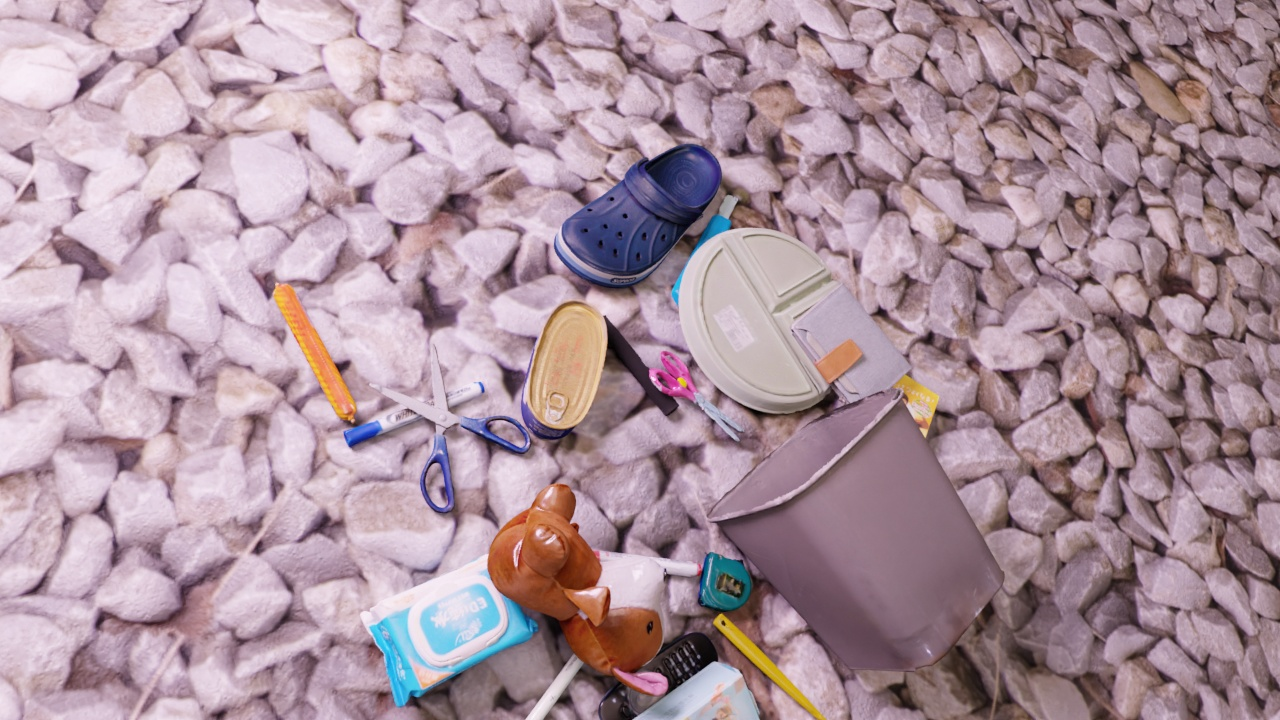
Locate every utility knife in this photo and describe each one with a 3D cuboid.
[{"bbox_3d":[0.082,-0.134,1.100,0.034,0.018,0.185,38,59,-19],"label":"utility knife"}]

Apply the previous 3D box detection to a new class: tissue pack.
[{"bbox_3d":[-0.171,0.239,0.830,0.139,0.063,0.090,-21,77,-26],"label":"tissue pack"}]

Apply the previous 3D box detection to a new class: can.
[{"bbox_3d":[-0.081,0.010,0.964,0.074,0.049,0.148,17,64,-12],"label":"can"}]

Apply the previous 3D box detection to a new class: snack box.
[{"bbox_3d":[0.291,0.079,1.080,0.087,0.034,0.140,32,60,-6],"label":"snack box"},{"bbox_3d":[0.031,0.360,0.847,0.174,0.052,0.074,-27,103,-27],"label":"snack box"}]

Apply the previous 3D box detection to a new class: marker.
[{"bbox_3d":[-0.006,0.006,1.010,0.022,0.020,0.132,-37,84,-21],"label":"marker"},{"bbox_3d":[-0.223,0.052,0.915,0.145,0.017,0.017,-22,77,-26],"label":"marker"},{"bbox_3d":[-0.008,0.204,0.930,0.145,0.017,0.017,11,66,-16],"label":"marker"}]

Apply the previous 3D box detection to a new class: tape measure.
[{"bbox_3d":[0.088,0.231,0.948,0.054,0.025,0.058,19,64,-11],"label":"tape measure"}]

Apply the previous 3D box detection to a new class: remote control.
[{"bbox_3d":[0.017,0.314,0.889,0.136,0.024,0.053,-28,87,-26],"label":"remote control"}]

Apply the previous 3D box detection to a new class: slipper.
[{"bbox_3d":[0.014,-0.176,1.052,0.105,0.095,0.252,45,58,5],"label":"slipper"}]

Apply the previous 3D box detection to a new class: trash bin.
[{"bbox_3d":[0.225,0.177,0.933,0.198,0.199,0.220,-38,91,-28],"label":"trash bin"}]

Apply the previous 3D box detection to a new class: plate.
[{"bbox_3d":[0.153,-0.052,1.069,0.230,0.028,0.230,7,70,-21],"label":"plate"}]

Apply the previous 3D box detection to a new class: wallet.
[{"bbox_3d":[0.242,-0.014,1.058,0.106,0.037,0.129,-38,88,-28],"label":"wallet"}]

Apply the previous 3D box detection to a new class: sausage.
[{"bbox_3d":[-0.320,-0.009,0.902,0.021,0.022,0.165,-26,79,-27],"label":"sausage"}]

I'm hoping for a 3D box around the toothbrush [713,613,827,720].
[{"bbox_3d":[0.145,0.330,0.935,0.190,0.017,0.015,44,62,3],"label":"toothbrush"}]

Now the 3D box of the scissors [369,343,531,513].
[{"bbox_3d":[-0.189,0.069,0.910,0.175,0.012,0.162,17,72,-21],"label":"scissors"}]

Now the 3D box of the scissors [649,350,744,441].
[{"bbox_3d":[0.067,0.038,1.024,0.137,0.017,0.076,35,35,-15],"label":"scissors"}]

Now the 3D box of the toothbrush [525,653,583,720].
[{"bbox_3d":[-0.093,0.323,0.850,0.189,0.029,0.020,-48,132,-30],"label":"toothbrush"}]

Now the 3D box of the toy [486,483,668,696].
[{"bbox_3d":[-0.041,0.207,0.833,0.131,0.140,0.199,-32,105,12],"label":"toy"}]
